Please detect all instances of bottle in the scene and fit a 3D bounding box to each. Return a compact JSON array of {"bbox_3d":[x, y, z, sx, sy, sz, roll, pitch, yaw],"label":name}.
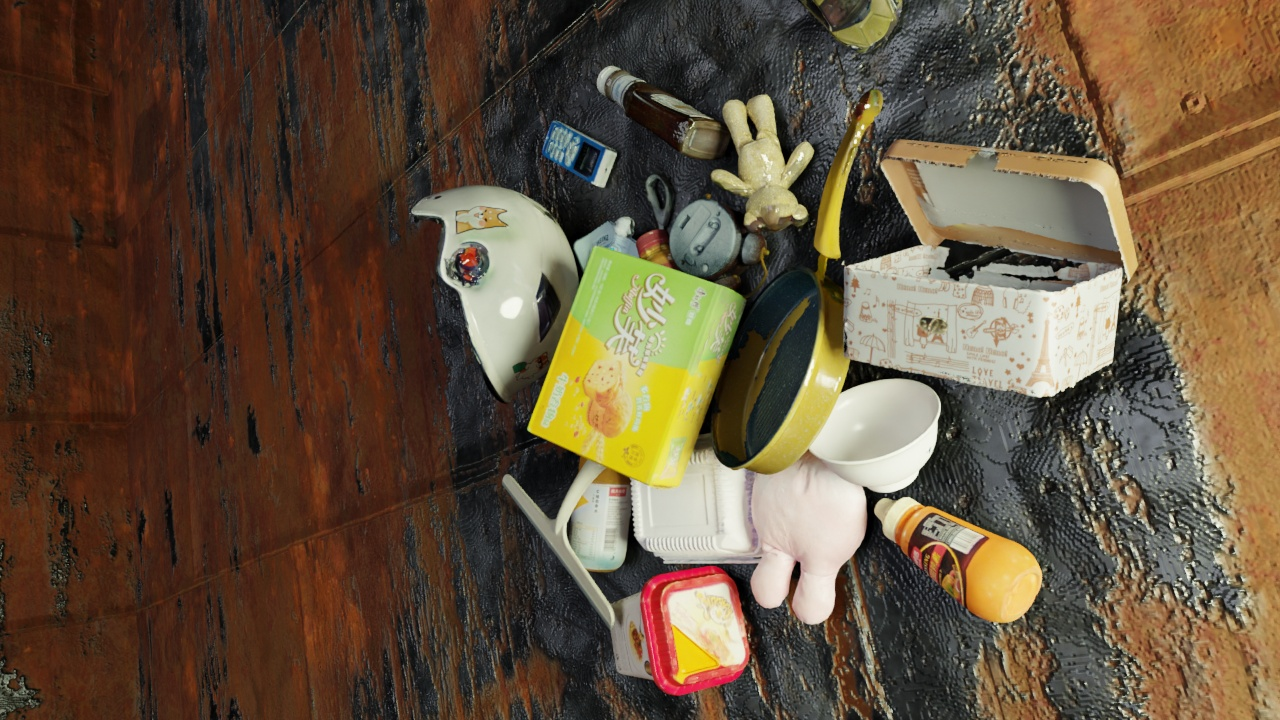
[{"bbox_3d":[-0.041,0.145,1.059,0.068,0.068,0.189,6,89,45],"label":"bottle"},{"bbox_3d":[0.041,-0.059,0.991,0.058,0.057,0.174,-36,66,38],"label":"bottle"},{"bbox_3d":[0.257,0.157,0.770,0.149,0.066,0.067,32,110,49],"label":"bottle"},{"bbox_3d":[0.016,-0.280,1.020,0.195,0.079,0.044,43,122,40],"label":"bottle"}]

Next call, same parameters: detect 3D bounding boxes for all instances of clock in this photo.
[{"bbox_3d":[0.084,-0.116,0.956,0.122,0.055,0.082,51,117,27],"label":"clock"}]

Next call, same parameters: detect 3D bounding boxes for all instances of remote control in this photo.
[{"bbox_3d":[-0.078,-0.261,1.152,0.125,0.024,0.049,38,114,41],"label":"remote control"}]

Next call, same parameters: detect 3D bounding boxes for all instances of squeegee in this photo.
[{"bbox_3d":[-0.041,0.112,0.990,0.247,0.039,0.246,-55,49,11],"label":"squeegee"}]

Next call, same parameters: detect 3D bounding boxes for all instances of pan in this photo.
[{"bbox_3d":[0.144,-0.060,0.815,0.197,0.078,0.358,-100,33,-61],"label":"pan"}]

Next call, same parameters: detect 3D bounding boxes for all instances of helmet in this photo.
[{"bbox_3d":[-0.152,-0.098,1.110,0.157,0.230,0.273,-25,61,-3],"label":"helmet"}]

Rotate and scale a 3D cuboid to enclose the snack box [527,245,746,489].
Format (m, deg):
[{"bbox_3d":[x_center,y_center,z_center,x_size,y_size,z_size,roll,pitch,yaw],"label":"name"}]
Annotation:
[{"bbox_3d":[-0.006,0.005,0.931,0.158,0.070,0.210,21,92,28],"label":"snack box"}]

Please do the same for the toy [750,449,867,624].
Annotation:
[{"bbox_3d":[0.152,0.163,0.871,0.121,0.054,0.159,14,93,41],"label":"toy"}]

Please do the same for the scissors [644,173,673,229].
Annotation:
[{"bbox_3d":[0.027,-0.132,1.050,0.179,0.014,0.159,18,103,41],"label":"scissors"}]

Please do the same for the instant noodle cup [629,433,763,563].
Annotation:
[{"bbox_3d":[0.056,0.147,0.969,0.174,0.060,0.138,-12,79,43],"label":"instant noodle cup"}]

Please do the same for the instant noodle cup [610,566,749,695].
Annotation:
[{"bbox_3d":[0.033,0.282,0.955,0.124,0.116,0.116,-29,67,53],"label":"instant noodle cup"}]

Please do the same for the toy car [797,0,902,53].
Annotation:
[{"bbox_3d":[0.188,-0.360,0.882,0.070,0.042,0.158,-52,57,30],"label":"toy car"}]

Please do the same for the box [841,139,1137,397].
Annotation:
[{"bbox_3d":[0.270,-0.086,0.705,0.182,0.151,0.174,15,116,44],"label":"box"}]

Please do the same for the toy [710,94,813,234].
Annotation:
[{"bbox_3d":[0.121,-0.201,0.931,0.105,0.066,0.157,-11,71,1],"label":"toy"}]

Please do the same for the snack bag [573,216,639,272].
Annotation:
[{"bbox_3d":[-0.024,-0.070,1.069,0.111,0.038,0.191,-28,72,57],"label":"snack bag"}]

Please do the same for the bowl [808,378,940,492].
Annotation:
[{"bbox_3d":[0.211,0.076,0.803,0.118,0.118,0.065,0,125,45],"label":"bowl"}]
